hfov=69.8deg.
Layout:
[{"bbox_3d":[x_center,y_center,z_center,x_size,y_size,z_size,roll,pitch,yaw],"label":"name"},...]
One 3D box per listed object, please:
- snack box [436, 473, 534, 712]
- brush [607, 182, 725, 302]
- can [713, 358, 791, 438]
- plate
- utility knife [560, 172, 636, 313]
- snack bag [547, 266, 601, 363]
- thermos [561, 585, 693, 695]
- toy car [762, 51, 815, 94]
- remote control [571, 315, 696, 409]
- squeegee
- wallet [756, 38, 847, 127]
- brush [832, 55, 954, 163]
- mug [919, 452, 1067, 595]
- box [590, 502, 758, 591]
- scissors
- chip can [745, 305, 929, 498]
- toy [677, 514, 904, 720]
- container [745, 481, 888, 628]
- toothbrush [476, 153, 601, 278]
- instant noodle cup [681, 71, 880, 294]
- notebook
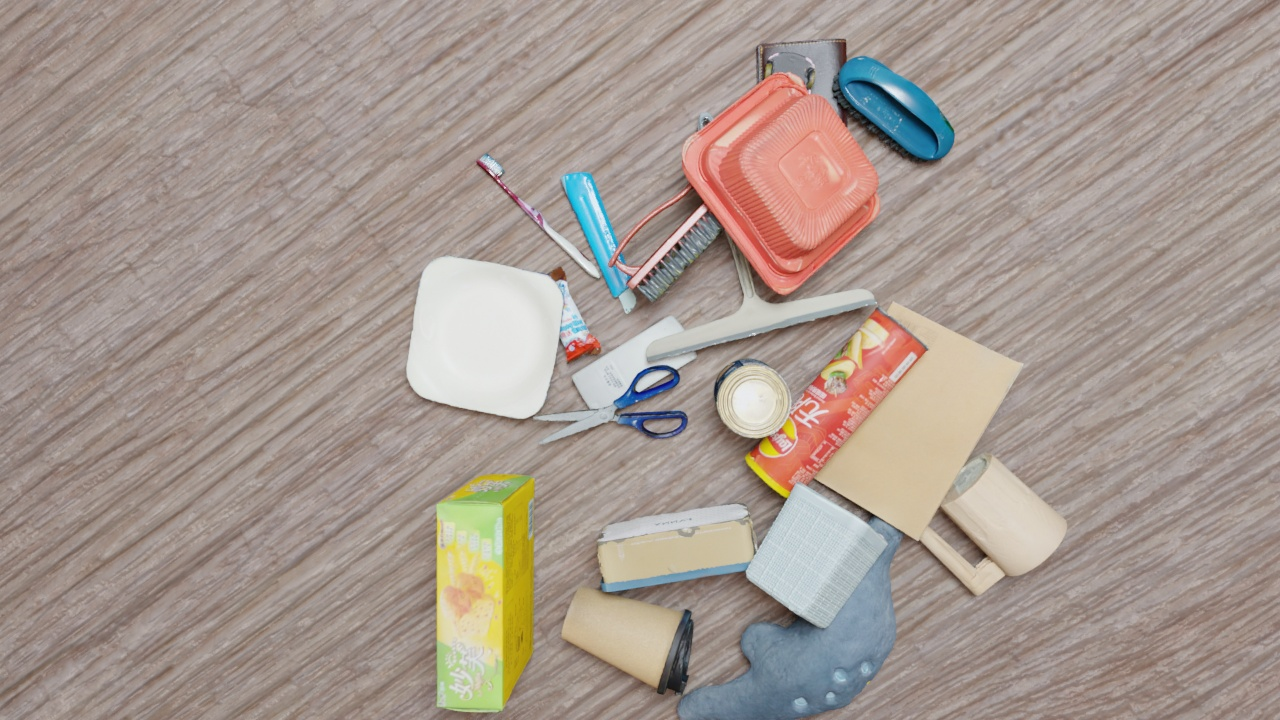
[{"bbox_3d":[-0.160,0.236,0.964,0.070,0.157,0.210,2,94,5],"label":"snack box"},{"bbox_3d":[0.035,-0.131,0.944,0.069,0.063,0.146,44,94,-6],"label":"brush"},{"bbox_3d":[0.115,0.038,0.959,0.075,0.111,0.075,0,93,3],"label":"can"},{"bbox_3d":[-0.169,-0.026,1.007,0.164,0.034,0.164,12,98,5],"label":"plate"},{"bbox_3d":[-0.041,-0.130,1.006,0.034,0.018,0.166,-22,93,12],"label":"utility knife"},{"bbox_3d":[-0.082,-0.048,1.008,0.045,0.026,0.105,-27,89,18],"label":"snack bag"},{"bbox_3d":[-0.009,0.299,0.997,0.143,0.093,0.093,17,94,10],"label":"thermos"},{"bbox_3d":[0.149,-0.260,0.962,0.056,0.037,0.122,10,92,-1],"label":"toy car"},{"bbox_3d":[-0.006,0.006,1.010,0.135,0.019,0.056,-32,91,4],"label":"remote control"},{"bbox_3d":[0.098,-0.145,0.986,0.247,0.039,0.246,-15,86,8],"label":"squeegee"},{"bbox_3d":[0.173,-0.280,0.984,0.096,0.020,0.122,-1,94,9],"label":"wallet"},{"bbox_3d":[0.266,-0.260,0.945,0.144,0.073,0.055,37,84,-9],"label":"brush"},{"bbox_3d":[0.364,0.174,0.971,0.103,0.084,0.125,44,110,2],"label":"mug"},{"bbox_3d":[0.033,0.200,0.986,0.184,0.089,0.059,-12,93,7],"label":"box"},{"bbox_3d":[-0.029,0.050,0.997,0.169,0.012,0.147,18,109,-14],"label":"scissors"},{"bbox_3d":[0.205,0.047,0.964,0.073,0.073,0.217,40,100,1],"label":"chip can"},{"bbox_3d":[0.193,0.294,0.988,0.138,0.091,0.356,42,94,28],"label":"toy"},{"bbox_3d":[0.176,0.201,0.932,0.090,0.090,0.111,30,84,39],"label":"container"},{"bbox_3d":[-0.110,-0.158,1.010,0.187,0.016,0.017,44,85,1],"label":"toothbrush"},{"bbox_3d":[0.151,-0.181,0.901,0.164,0.079,0.189,-43,102,-15],"label":"instant noodle cup"},{"bbox_3d":[0.281,0.061,0.973,0.149,0.012,0.211,31,95,25],"label":"notebook"}]
